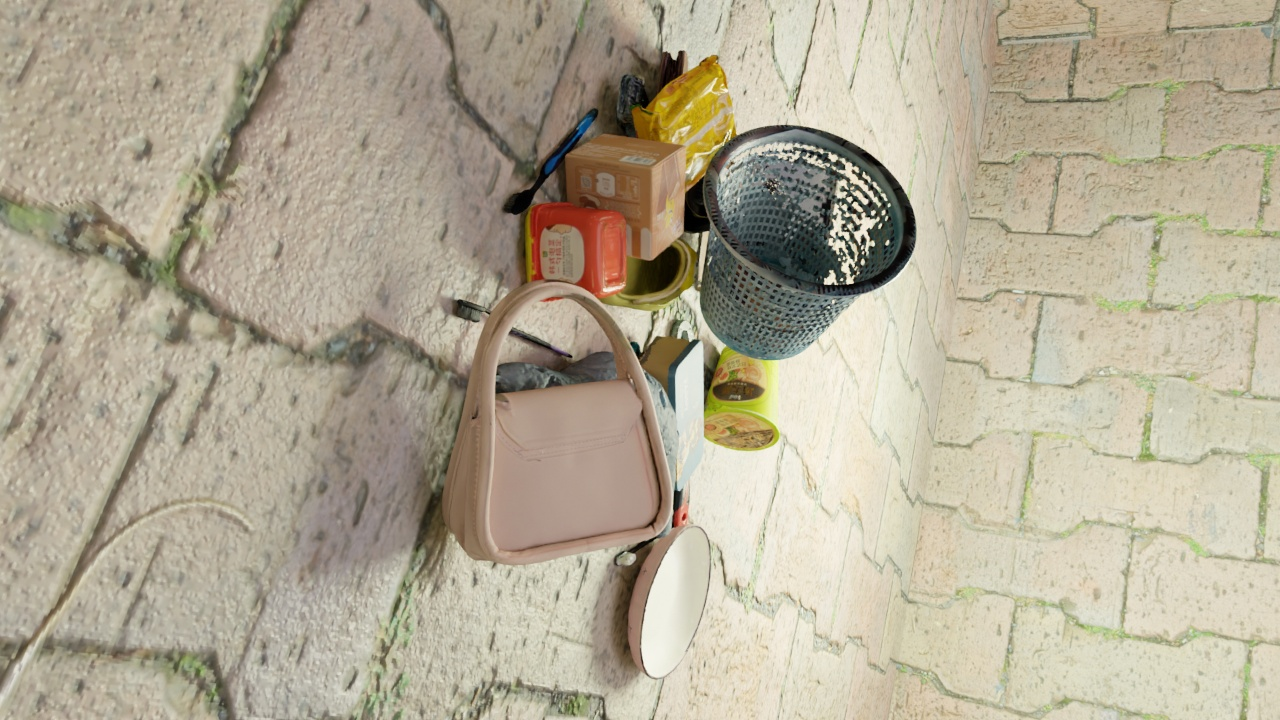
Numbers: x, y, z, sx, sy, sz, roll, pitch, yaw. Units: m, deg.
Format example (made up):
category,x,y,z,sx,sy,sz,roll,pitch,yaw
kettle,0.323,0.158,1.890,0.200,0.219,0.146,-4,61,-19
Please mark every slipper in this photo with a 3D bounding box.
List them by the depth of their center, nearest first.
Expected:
category,x,y,z,sx,sy,sz,roll,pitch,yaw
slipper,0.016,-0.095,0.996,0.190,0.082,0.092,-9,106,-59

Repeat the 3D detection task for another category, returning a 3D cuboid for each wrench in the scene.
category,x,y,z,sx,sy,sz,roll,pitch,yaw
wrench,0.054,0.084,1.163,0.056,0.016,0.273,-11,103,-61

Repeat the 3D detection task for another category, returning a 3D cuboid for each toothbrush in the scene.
category,x,y,z,sx,sy,sz,roll,pitch,yaw
toothbrush,-0.111,-0.023,0.838,0.189,0.014,0.016,29,77,-61
toothbrush,-0.081,-0.191,0.867,0.014,0.016,0.189,63,39,-33
toothbrush,0.018,0.217,1.130,0.180,0.018,0.015,-20,105,-62

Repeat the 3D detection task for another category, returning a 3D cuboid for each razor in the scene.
category,x,y,z,sx,sy,sz,roll,pitch,yaw
razor,0.071,-0.229,1.076,0.067,0.062,0.168,-117,-163,-49

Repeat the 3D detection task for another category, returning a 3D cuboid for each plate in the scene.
category,x,y,z,sx,sy,sz,roll,pitch,yaw
plate,0.031,0.293,1.135,0.191,0.039,0.193,-31,126,-55

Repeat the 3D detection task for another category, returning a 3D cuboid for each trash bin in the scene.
category,x,y,z,sx,sy,sz,roll,pitch,yaw
trash bin,0.156,-0.109,1.011,0.196,0.226,0.225,110,5,-56

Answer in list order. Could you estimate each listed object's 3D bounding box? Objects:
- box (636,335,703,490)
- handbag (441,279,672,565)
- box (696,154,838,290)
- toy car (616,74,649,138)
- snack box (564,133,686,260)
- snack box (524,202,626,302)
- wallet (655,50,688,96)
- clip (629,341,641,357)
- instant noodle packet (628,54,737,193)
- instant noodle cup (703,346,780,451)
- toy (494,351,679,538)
category,x,y,z,sx,sy,sz,roll,pitch,yaw
box,0.032,0.055,1.055,0.089,0.061,0.184,-50,145,-50
handbag,-0.071,0.048,0.784,0.193,0.093,0.234,-6,99,-35
box,0.146,-0.165,1.218,0.178,0.152,0.182,-164,-97,-78
toy car,-0.007,-0.260,0.966,0.105,0.031,0.049,45,53,-74
snack box,-0.013,-0.161,0.897,0.076,0.093,0.094,-46,143,-50
snack box,-0.059,-0.099,0.850,0.081,0.080,0.091,-22,115,-59
wallet,0.036,-0.275,1.024,0.101,0.032,0.124,-48,143,-80
clip,-0.006,0.004,1.044,0.040,0.014,0.056,-54,140,-44
instant noodle packet,0.046,-0.239,0.948,0.128,0.044,0.111,-42,131,-29
instant noodle cup,0.139,0.043,1.242,0.112,0.112,0.123,58,37,-50
toy,-0.030,0.067,0.930,0.137,0.091,0.356,-61,141,-14
